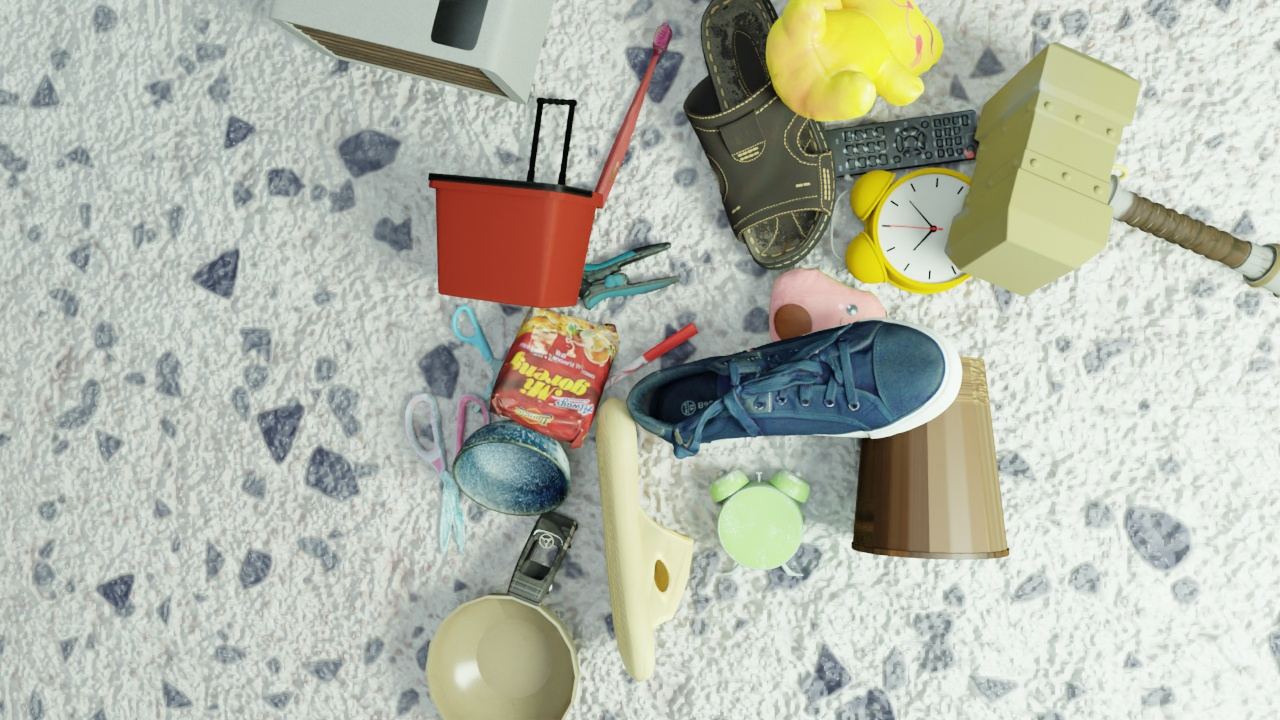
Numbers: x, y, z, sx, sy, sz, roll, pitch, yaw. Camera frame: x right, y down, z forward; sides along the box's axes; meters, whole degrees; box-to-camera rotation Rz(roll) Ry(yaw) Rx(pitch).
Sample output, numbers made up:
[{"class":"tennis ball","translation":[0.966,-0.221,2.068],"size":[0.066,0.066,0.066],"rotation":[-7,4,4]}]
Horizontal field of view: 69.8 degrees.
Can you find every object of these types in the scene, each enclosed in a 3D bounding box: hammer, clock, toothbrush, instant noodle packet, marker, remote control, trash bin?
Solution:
[{"class":"hammer","translation":[0.448,-0.116,0.783],"size":[0.325,0.101,0.190],"rotation":[21,74,-5]},{"class":"clock","translation":[0.114,0.149,0.873],"size":[0.094,0.042,0.119],"rotation":[-3,90,8]},{"class":"clock","translation":[0.252,-0.120,0.845],"size":[0.152,0.052,0.113],"rotation":[4,91,5]},{"class":"toothbrush","translation":[-0.009,-0.240,0.902],"size":[0.016,0.016,0.190],"rotation":[23,94,7]},{"class":"instant noodle packet","translation":[-0.080,0.010,0.872],"size":[0.098,0.040,0.135],"rotation":[22,54,-6]},{"class":"marker","translation":[-0.005,0.005,0.906],"size":[0.142,0.012,0.013],"rotation":[-32,86,8]},{"class":"remote control","translation":[0.238,-0.201,0.861],"size":[0.150,0.022,0.047],"rotation":[-6,89,7]},{"class":"trash bin","translation":[-0.214,-0.343,0.884],"size":[0.229,0.114,0.114],"rotation":[16,93,9]}]

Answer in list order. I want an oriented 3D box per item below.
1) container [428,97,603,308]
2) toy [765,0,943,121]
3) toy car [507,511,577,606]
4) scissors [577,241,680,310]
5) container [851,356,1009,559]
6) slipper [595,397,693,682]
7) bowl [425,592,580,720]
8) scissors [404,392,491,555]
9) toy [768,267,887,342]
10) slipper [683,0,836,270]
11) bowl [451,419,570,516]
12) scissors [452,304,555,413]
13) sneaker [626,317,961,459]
[{"class":"container","translation":[-0.114,-0.156,0.865],"size":[0.148,0.126,0.201],"rotation":[9,97,18]},{"class":"toy","translation":[0.188,-0.274,0.804],"size":[0.134,0.193,0.088],"rotation":[48,140,-4]},{"class":"toy car","translation":[-0.096,0.190,0.894],"size":[0.040,0.037,0.092],"rotation":[20,58,8]},{"class":"scissors","translation":[-0.030,-0.075,0.906],"size":[0.142,0.019,0.127],"rotation":[29,96,10]},{"class":"container","translation":[0.254,0.084,0.813],"size":[0.132,0.132,0.167],"rotation":[0,85,9]},{"class":"slipper","translation":[0.005,0.163,0.869],"size":[0.079,0.111,0.261],"rotation":[-5,85,-13]},{"class":"bowl","translation":[-0.131,0.302,0.909],"size":[0.152,0.050,0.152],"rotation":[0,90,9]},{"class":"scissors","translation":[-0.208,0.117,0.941],"size":[0.103,0.016,0.179],"rotation":[8,96,13]},{"class":"toy","translation":[0.175,-0.041,0.856],"size":[0.110,0.051,0.090],"rotation":[3,95,9]},{"class":"slipper","translation":[0.106,-0.217,0.846],"size":[0.113,0.075,0.268],"rotation":[-14,87,28]},{"class":"bowl","translation":[-0.120,0.095,0.894],"size":[0.114,0.060,0.115],"rotation":[5,134,5]},{"class":"scissors","translation":[-0.144,-0.011,0.928],"size":[0.133,0.015,0.135],"rotation":[38,93,6]},{"class":"sneaker","translation":[0.114,0.025,0.780],"size":[0.295,0.127,0.120],"rotation":[-11,72,30]}]
